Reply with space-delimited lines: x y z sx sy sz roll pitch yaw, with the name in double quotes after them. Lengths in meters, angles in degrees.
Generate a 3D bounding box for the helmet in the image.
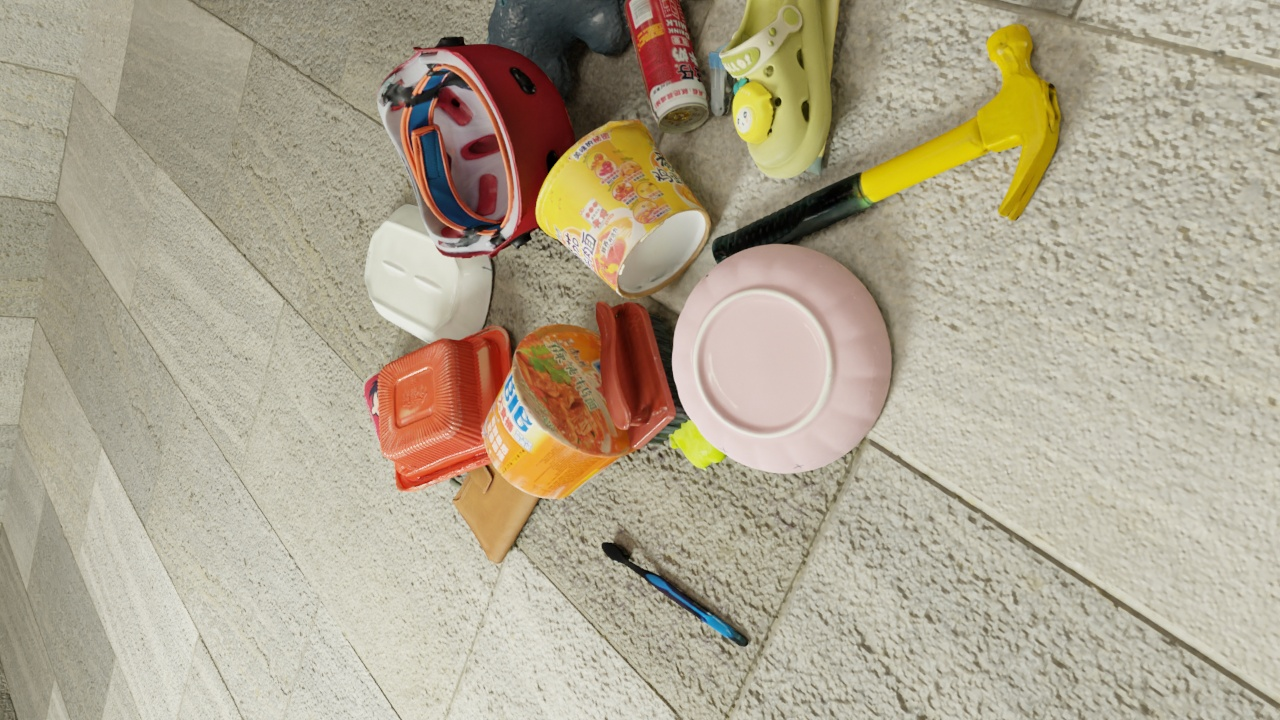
-0.138 -0.218 0.907 0.240 0.143 0.207 0 114 53 "helmet"

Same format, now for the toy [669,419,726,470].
0.064 0.050 0.828 0.097 0.031 0.100 0 86 45 "toy"

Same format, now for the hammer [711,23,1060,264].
0.179 -0.135 0.726 0.302 0.032 0.128 -21 73 41 "hammer"

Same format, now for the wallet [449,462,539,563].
-0.161 0.143 1.045 0.119 0.035 0.131 43 114 33 "wallet"

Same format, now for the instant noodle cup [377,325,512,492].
-0.230 0.051 1.046 0.189 0.079 0.164 -22 63 24 "instant noodle cup"

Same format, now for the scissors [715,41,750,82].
0.120 -0.288 0.801 0.130 0.017 0.133 37 117 36 "scissors"

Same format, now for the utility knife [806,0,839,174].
0.149 -0.251 0.757 0.031 0.020 0.190 17 112 44 "utility knife"

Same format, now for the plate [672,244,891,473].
0.105 0.001 0.752 0.193 0.039 0.192 4 98 30 "plate"

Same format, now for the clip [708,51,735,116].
0.075 -0.250 0.833 0.027 0.043 0.058 31 124 44 "clip"

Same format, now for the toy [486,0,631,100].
-0.089 -0.354 0.953 0.358 0.091 0.138 -39 74 38 "toy"

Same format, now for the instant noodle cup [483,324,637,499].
-0.077 0.057 0.892 0.112 0.151 0.151 -50 56 40 "instant noodle cup"

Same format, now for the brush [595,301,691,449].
-0.005 0.005 0.852 0.063 0.069 0.145 -45 45 40 "brush"

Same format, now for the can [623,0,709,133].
0.025 -0.284 0.864 0.053 0.053 0.132 -27 70 40 "can"

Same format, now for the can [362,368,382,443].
-0.309 0.062 1.162 0.067 0.066 0.093 -46 59 33 "can"

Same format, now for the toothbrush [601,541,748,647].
0.030 0.218 0.870 0.190 0.016 0.014 26 97 39 "toothbrush"

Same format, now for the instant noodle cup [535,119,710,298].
-0.010 -0.131 0.843 0.110 0.137 0.138 50 121 24 "instant noodle cup"

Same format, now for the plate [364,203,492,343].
-0.279 -0.107 1.162 0.266 0.034 0.162 26 106 41 "plate"

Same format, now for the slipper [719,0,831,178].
0.100 -0.245 0.752 0.092 0.081 0.190 179 90 -65 "slipper"
